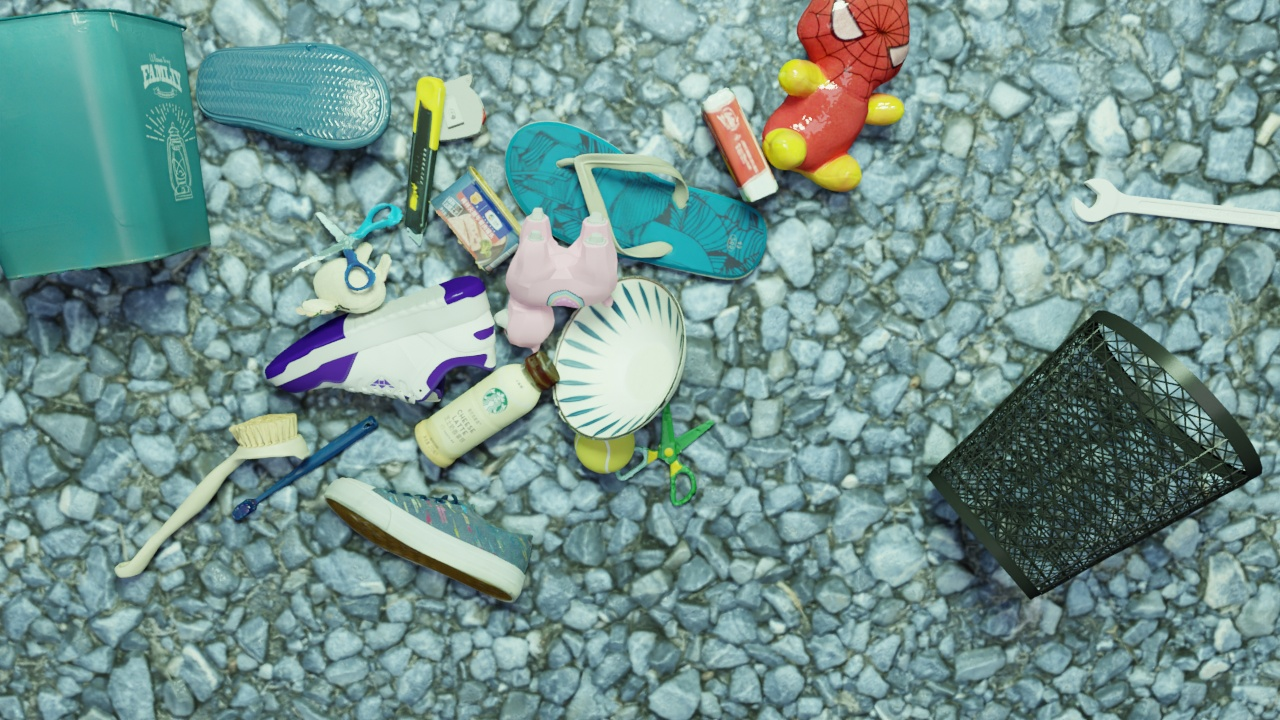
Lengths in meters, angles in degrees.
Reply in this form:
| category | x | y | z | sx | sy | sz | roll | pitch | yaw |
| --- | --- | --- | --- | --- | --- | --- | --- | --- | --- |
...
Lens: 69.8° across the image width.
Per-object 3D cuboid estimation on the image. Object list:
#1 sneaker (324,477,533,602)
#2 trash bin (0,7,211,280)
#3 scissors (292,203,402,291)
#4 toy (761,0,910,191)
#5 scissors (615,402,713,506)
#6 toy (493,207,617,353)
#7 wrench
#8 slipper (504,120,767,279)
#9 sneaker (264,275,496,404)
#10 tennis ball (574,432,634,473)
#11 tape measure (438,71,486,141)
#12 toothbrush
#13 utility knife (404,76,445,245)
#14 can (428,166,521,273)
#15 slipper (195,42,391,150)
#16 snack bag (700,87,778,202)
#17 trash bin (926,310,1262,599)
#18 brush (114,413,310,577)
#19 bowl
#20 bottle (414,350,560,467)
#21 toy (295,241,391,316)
| category | x | y | z | sx | sy | sz | roll | pitch | yaw |
| --- | --- | --- | --- | --- | --- | --- | --- | --- | --- |
| sneaker | -0.225 | 0.180 | 1.002 | 0.235 | 0.088 | 0.079 | 27 | 61 | -3 |
| trash bin | -0.530 | -0.202 | 0.875 | 0.199 | 0.196 | 0.219 | -8 | 105 | 0 |
| scissors | -0.298 | -0.119 | 0.946 | 0.127 | 0.014 | 0.133 | -28 | 59 | -17 |
| toy | 0.199 | -0.288 | 0.928 | 0.147 | 0.099 | 0.216 | 13 | 101 | -40 |
| scissors | 0.024 | 0.103 | 1.025 | 0.127 | 0.011 | 0.125 | -5 | 99 | -2 |
| toy | -0.087 | -0.076 | 0.943 | 0.123 | 0.067 | 0.158 | 4 | 130 | -6 |
| wrench | 0.610 | -0.165 | 1.013 | 0.273 | 0.009 | 0.047 | 6 | 98 | -3 |
| slipper | -0.006 | -0.160 | 0.963 | 0.295 | 0.060 | 0.118 | 19 | 100 | -5 |
| sneaker | -0.261 | 0.001 | 0.966 | 0.244 | 0.091 | 0.111 | -19 | 111 | 4 |
| tennis ball | -0.039 | 0.089 | 0.992 | 0.065 | 0.065 | 0.065 | 0 | 98 | -3 |
| tape measure | -0.195 | -0.262 | 0.958 | 0.060 | 0.020 | 0.062 | -19 | 98 | 0 |
| toothbrush | -0.369 | 0.119 | 1.006 | 0.190 | 0.017 | 0.016 | -34 | 99 | 2 |
| utility knife | -0.226 | -0.205 | 0.955 | 0.029 | 0.020 | 0.174 | 16 | 110 | 13 |
| can | -0.167 | -0.145 | 0.959 | 0.059 | 0.054 | 0.100 | -38 | 98 | 4 |
| slipper | -0.350 | -0.271 | 0.932 | 0.214 | 0.059 | 0.104 | 11 | 93 | 10 |
| snack bag | 0.101 | -0.220 | 0.948 | 0.036 | 0.077 | 0.116 | -26 | 98 | 7 |
| trash bin | 0.450 | 0.109 | 0.954 | 0.243 | 0.216 | 0.217 | -40 | 98 | 10 |
| brush | -0.470 | 0.147 | 0.992 | 0.272 | 0.062 | 0.077 | -39 | 82 | 7 |
| bowl | -0.006 | 0.006 | 0.964 | 0.070 | 0.177 | 0.177 | 25 | 98 | -46 |
| bottle | -0.161 | 0.050 | 0.977 | 0.162 | 0.056 | 0.056 | -34 | 98 | 9 |
| toy | -0.305 | -0.076 | 0.953 | 0.087 | 0.050 | 0.112 | 22 | 66 | 27 |
